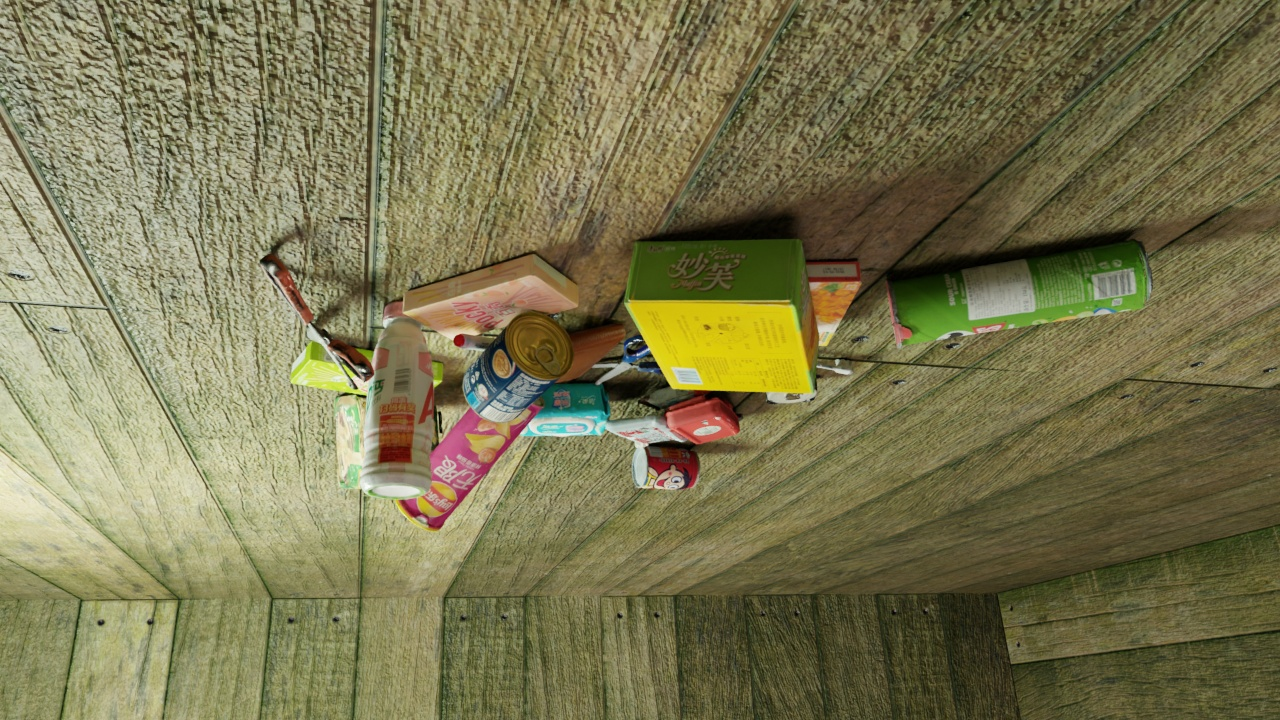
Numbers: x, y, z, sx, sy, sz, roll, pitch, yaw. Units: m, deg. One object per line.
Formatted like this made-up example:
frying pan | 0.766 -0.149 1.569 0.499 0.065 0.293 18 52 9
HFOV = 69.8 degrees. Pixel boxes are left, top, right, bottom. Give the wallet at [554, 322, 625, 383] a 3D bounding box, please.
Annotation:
wallet | -0.086 -0.004 1.029 0.101 0.032 0.125 -12 165 -35

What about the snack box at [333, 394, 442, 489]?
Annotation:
snack box | -0.323 0.102 1.179 0.105 0.118 0.118 -1 176 -38

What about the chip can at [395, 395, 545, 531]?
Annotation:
chip can | -0.209 0.109 1.124 0.211 0.071 0.071 -49 144 9

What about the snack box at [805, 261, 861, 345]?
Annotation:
snack box | 0.174 -0.057 0.964 0.077 0.027 0.156 0 158 -2

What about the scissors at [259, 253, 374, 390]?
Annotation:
scissors | -0.315 -0.029 0.899 0.226 0.015 0.189 17 144 54

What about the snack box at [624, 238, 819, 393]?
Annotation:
snack box | 0.088 -0.038 0.900 0.158 0.070 0.210 2 156 17

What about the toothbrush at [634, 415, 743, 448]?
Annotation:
toothbrush | 0.070 0.105 1.365 0.181 0.018 0.015 -16 152 25

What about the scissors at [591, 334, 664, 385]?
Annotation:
scissors | -0.009 0.003 1.096 0.162 0.012 0.175 7 157 -7

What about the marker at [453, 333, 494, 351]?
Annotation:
marker | -0.151 -0.015 0.994 0.017 0.017 0.145 -15 169 26

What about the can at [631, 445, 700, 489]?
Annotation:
can | 0.041 0.171 1.454 0.093 0.066 0.067 5 157 -20

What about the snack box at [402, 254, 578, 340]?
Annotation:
snack box | -0.149 -0.061 0.917 0.157 0.026 0.084 -14 156 24

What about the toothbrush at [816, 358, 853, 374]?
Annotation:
toothbrush | 0.183 -0.004 1.115 0.180 0.016 0.016 9 153 -22

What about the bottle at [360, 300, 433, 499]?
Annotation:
bottle | -0.241 0.037 0.918 0.068 0.196 0.068 -3 157 -2

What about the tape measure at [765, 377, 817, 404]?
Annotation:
tape measure | 0.193 0.031 1.175 0.066 0.033 0.066 -6 158 3

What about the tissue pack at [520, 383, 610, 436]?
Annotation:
tissue pack | -0.107 0.066 1.201 0.133 0.050 0.093 -1 159 -4

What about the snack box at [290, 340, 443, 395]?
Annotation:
snack box | -0.322 0.015 1.082 0.156 0.026 0.086 12 154 -33

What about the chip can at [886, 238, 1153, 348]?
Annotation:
chip can | 0.369 -0.065 0.911 0.236 0.072 0.072 -9 157 15

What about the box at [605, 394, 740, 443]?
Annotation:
box | 0.049 0.089 1.242 0.158 0.039 0.201 -16 166 10

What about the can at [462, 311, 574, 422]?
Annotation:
can | -0.127 0.009 0.938 0.075 0.075 0.111 11 147 -31

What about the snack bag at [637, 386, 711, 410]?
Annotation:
snack bag | 0.049 0.044 1.196 0.104 0.026 0.048 -20 153 37
